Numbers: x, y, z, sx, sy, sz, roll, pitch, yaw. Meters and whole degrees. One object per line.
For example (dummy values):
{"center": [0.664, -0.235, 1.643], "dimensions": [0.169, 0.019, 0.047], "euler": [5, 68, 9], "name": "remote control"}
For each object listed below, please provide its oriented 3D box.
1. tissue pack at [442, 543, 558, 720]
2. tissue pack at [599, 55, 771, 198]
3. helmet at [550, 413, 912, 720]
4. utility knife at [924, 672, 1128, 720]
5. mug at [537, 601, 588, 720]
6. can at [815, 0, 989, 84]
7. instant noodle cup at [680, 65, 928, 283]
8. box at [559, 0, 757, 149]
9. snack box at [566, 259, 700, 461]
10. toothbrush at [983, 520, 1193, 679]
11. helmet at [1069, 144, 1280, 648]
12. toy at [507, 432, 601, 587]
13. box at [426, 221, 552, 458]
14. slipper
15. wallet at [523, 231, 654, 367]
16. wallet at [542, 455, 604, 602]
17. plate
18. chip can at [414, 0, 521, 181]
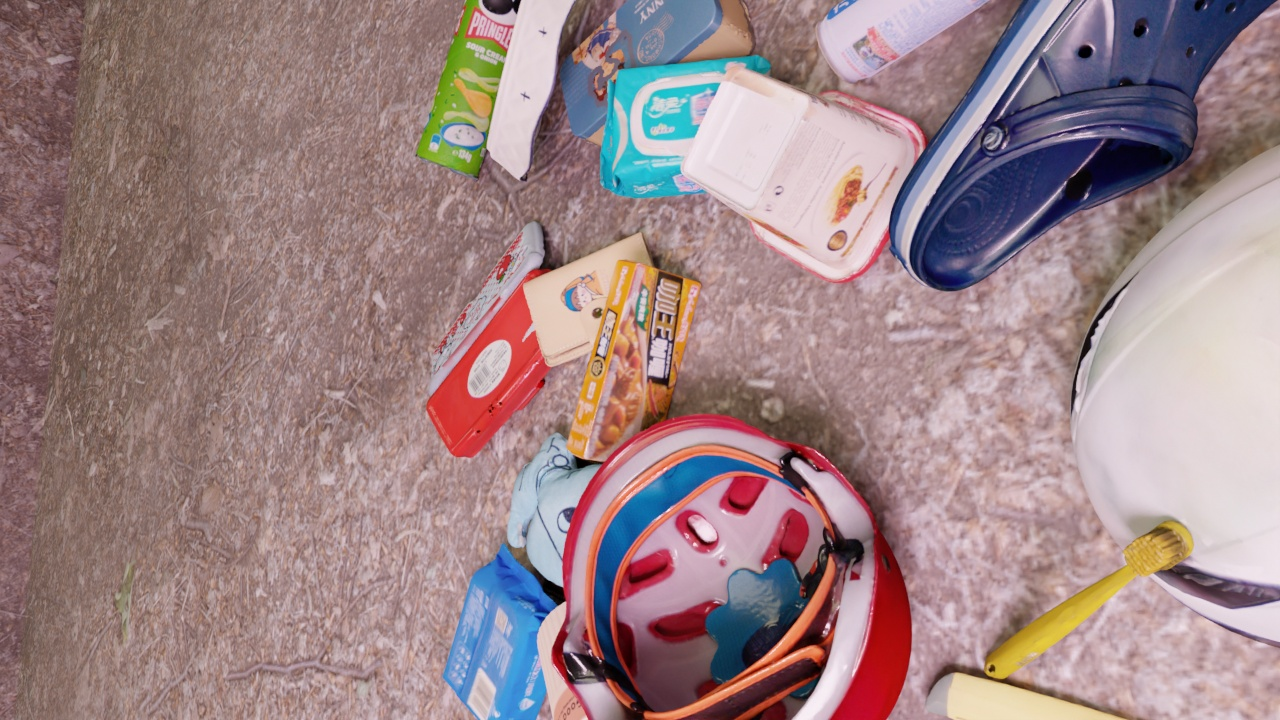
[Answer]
{"center": [-0.113, 0.243, 0.780], "dimensions": [0.095, 0.052, 0.157], "euler": [32, 111, 41], "name": "tissue pack"}
{"center": [0.035, -0.177, 0.698], "dimensions": [0.134, 0.050, 0.093], "euler": [-3, 77, 16], "name": "tissue pack"}
{"center": [0.061, 0.155, 0.566], "dimensions": [0.207, 0.144, 0.240], "euler": [-42, 36, 5], "name": "helmet"}
{"center": [0.229, 0.196, 0.479], "dimensions": [0.167, 0.018, 0.031], "euler": [5, 89, 47], "name": "utility knife"}
{"center": [-0.015, 0.223, 0.662], "dimensions": [0.114, 0.081, 0.106], "euler": [-39, 34, 5], "name": "mug"}
{"center": [0.182, -0.236, 0.594], "dimensions": [0.135, 0.053, 0.053], "euler": [-27, 63, 38], "name": "can"}
{"center": [0.103, -0.126, 0.599], "dimensions": [0.116, 0.124, 0.117], "euler": [41, 110, 42], "name": "instant noodle cup"}
{"center": [0.015, -0.255, 0.761], "dimensions": [0.185, 0.062, 0.089], "euler": [-34, 59, 37], "name": "box"}
{"center": [-0.004, 0.004, 0.712], "dimensions": [0.026, 0.075, 0.154], "euler": [18, 94, 46], "name": "snack box"}
{"center": [0.204, 0.122, 0.440], "dimensions": [0.190, 0.016, 0.015], "euler": [97, 150, -56], "name": "toothbrush"}
{"center": [0.288, 0.010, 0.369], "dimensions": [0.259, 0.145, 0.228], "euler": [-35, 58, 35], "name": "helmet"}
{"center": [-0.062, 0.123, 0.740], "dimensions": [0.162, 0.049, 0.156], "euler": [-45, 42, 33], "name": "toy"}
{"center": [-0.140, -0.021, 0.874], "dimensions": [0.202, 0.058, 0.161], "euler": [-48, 48, 26], "name": "box"}
{"center": [0.234, -0.130, 0.481], "dimensions": [0.253, 0.105, 0.095], "euler": [-51, 43, 28], "name": "slipper"}
{"center": [-0.038, -0.048, 0.767], "dimensions": [0.115, 0.024, 0.087], "euler": [-22, 72, 12], "name": "wallet"}
{"center": [-0.035, 0.144, 0.755], "dimensions": [0.096, 0.020, 0.122], "euler": [11, 87, 46], "name": "wallet"}
{"center": [-0.094, -0.263, 0.811], "dimensions": [0.205, 0.045, 0.205], "euler": [-165, 91, -79], "name": "plate"}
{"center": [-0.163, -0.308, 0.943], "dimensions": [0.072, 0.072, 0.236], "euler": [29, 103, 44], "name": "chip can"}
